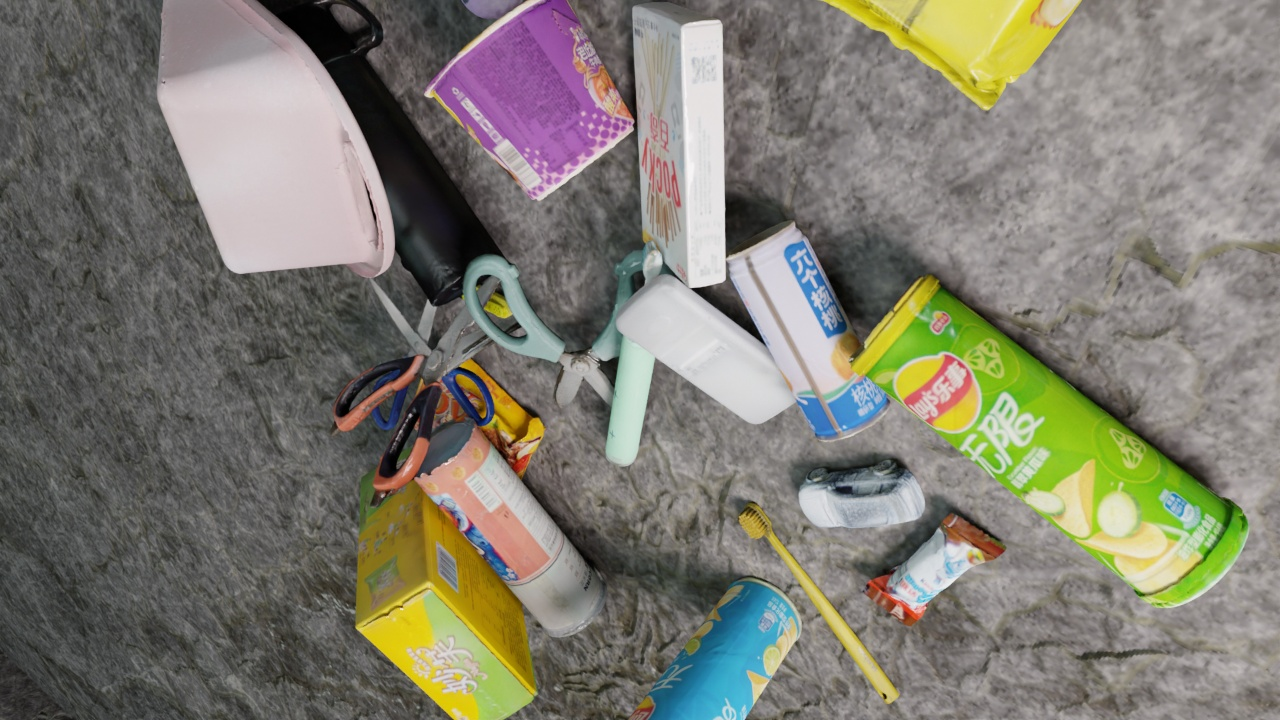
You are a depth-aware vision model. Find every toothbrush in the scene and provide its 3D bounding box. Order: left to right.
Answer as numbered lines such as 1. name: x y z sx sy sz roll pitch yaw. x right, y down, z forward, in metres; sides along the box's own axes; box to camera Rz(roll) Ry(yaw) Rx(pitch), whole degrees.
1. toothbrush: -0.004 0.004 0.670 0.225 0.026 0.027 100 159 -48
2. toothbrush: 0.137 0.189 0.710 0.190 0.016 0.016 53 135 -2

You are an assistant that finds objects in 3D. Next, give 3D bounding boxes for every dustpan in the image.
1. dustpan: -0.276 -0.183 0.725 0.223 0.138 0.273 91 165 -49

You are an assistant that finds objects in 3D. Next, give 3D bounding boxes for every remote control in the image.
1. remote control: 0.048 -0.006 0.617 0.136 0.020 0.056 35 131 -21

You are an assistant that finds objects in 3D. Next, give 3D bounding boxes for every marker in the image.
1. marker: -0.158 -0.064 0.778 0.124 0.015 0.018 25 125 25

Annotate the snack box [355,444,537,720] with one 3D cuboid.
1. snack box: -0.170 0.190 0.796 0.070 0.210 0.158 -32 120 2

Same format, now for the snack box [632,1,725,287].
1. snack box: 0.024 -0.132 0.562 0.084 0.026 0.157 -126 29 -56

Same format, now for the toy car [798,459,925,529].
1. toy car: 0.150 0.097 0.634 0.091 0.034 0.043 -12 112 42

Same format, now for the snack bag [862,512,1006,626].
1. snack bag: 0.199 0.144 0.630 0.048 0.026 0.104 34 133 0

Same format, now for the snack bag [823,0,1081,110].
1. snack bag: 0.159 -0.245 0.392 0.158 0.068 0.247 39 132 11

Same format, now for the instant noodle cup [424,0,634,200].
1. instant noodle cup: -0.063 -0.166 0.589 0.112 0.111 0.099 -26 109 43

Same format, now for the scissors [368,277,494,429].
1. scissors: -0.187 -0.002 0.796 0.162 0.012 0.173 33 115 18

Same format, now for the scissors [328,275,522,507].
1. scissors: -0.178 0.018 0.749 0.189 0.226 0.015 8 164 38

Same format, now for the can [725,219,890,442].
1. can: 0.105 -0.019 0.581 0.053 0.053 0.134 -20 103 43

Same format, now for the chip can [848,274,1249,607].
1. chip can: 0.225 0.044 0.516 0.221 0.072 0.073 40 133 10

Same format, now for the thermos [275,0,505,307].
1. thermos: -0.192 -0.165 0.705 0.090 0.068 0.242 -33 91 23

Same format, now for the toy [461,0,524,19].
1. toy: -0.101 -0.276 0.589 0.084 0.038 0.108 -2 114 28

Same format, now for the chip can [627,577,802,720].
1. chip can: 0.046 0.253 0.684 0.071 0.209 0.071 19 127 28

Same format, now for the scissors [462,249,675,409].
1. scissors: -0.061 -0.030 0.678 0.181 0.019 0.171 21 131 -13

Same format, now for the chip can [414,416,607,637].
1. chip can: -0.112 0.147 0.797 0.071 0.071 0.215 -7 127 39

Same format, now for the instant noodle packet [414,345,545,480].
1. instant noodle packet: -0.154 0.058 0.832 0.128 0.044 0.111 39 129 12
